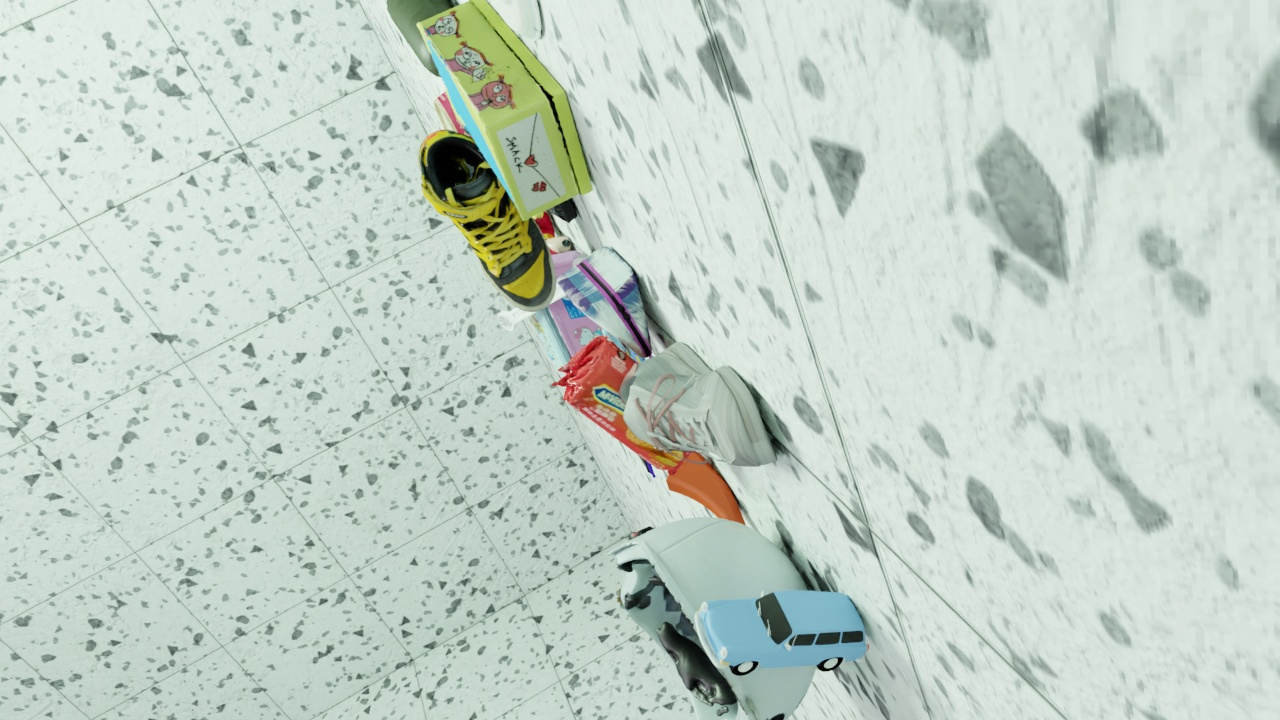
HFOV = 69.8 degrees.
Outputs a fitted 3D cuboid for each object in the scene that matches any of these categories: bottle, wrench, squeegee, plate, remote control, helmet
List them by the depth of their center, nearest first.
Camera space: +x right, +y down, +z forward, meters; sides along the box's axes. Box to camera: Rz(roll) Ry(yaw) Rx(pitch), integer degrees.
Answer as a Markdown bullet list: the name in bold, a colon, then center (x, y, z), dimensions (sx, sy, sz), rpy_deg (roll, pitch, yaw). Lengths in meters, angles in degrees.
- **plate**: center (-0.124, -0.336, 0.752), dimensions (0.157, 0.014, 0.157), rpy_deg (60, 172, 14)
- **helmet**: center (0.091, 0.256, 0.924), dimensions (0.236, 0.163, 0.264), rpy_deg (52, 162, 28)
- **squeegee**: center (0.057, 0.134, 1.074), dimensions (0.185, 0.055, 0.250), rpy_deg (46, 166, 29)
- **bottle**: center (-0.239, -0.385, 1.092), dimensions (0.206, 0.071, 0.071), rpy_deg (55, 170, 36)
- **remote control**: center (-0.098, -0.187, 1.097), dimensions (0.032, 0.015, 0.136), rpy_deg (64, 174, -18)
- **wrench**: center (-0.118, -0.080, 1.164), dimensions (0.047, 0.009, 0.274), rpy_deg (50, 147, -13)

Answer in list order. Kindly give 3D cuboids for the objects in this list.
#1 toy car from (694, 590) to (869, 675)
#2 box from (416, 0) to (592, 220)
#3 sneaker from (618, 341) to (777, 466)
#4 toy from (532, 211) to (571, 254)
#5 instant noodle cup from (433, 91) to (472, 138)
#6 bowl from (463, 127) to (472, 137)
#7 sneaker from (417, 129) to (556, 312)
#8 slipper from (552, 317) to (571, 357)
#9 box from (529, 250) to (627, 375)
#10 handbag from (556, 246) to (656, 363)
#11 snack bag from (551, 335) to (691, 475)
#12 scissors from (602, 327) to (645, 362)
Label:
- **toy car**: center (0.120, 0.221, 0.758), dimensions (0.056, 0.153, 0.055), rpy_deg (-115, 39, -48)
- **box**: center (-0.135, -0.253, 0.899), dimensions (0.221, 0.082, 0.124), rpy_deg (58, 171, 40)
- **sneaker**: center (0.037, 0.050, 0.804), dimensions (0.099, 0.089, 0.236), rpy_deg (64, 171, -17)
- **toy**: center (-0.142, -0.167, 1.263), dimensions (0.137, 0.067, 0.106), rpy_deg (55, 149, 33)
- **instant noodle cup**: center (-0.200, -0.284, 1.172), dimensions (0.178, 0.077, 0.179), rpy_deg (59, 171, 14)
- **bowl**: center (-0.150, -0.247, 1.044), dimensions (0.110, 0.055, 0.110), rpy_deg (49, 173, 8)
- **sneaker**: center (-0.167, -0.156, 1.031), dimensions (0.238, 0.086, 0.122), rpy_deg (55, 176, -14)
- **slipper**: center (-0.082, -0.003, 1.387), dimensions (0.268, 0.083, 0.111), rpy_deg (59, 174, 9)
- **box**: center (-0.102, -0.053, 1.234), dimensions (0.149, 0.050, 0.214), rpy_deg (8, 135, 37)
- **handbag**: center (-0.014, -0.029, 0.986), dimensions (0.170, 0.068, 0.144), rpy_deg (59, 174, -36)
- **snack bag**: center (-0.007, 0.045, 0.946), dimensions (0.176, 0.082, 0.082), rpy_deg (39, -179, -24)
- **scissors**: center (-0.008, 0.005, 1.077), dimensions (0.130, 0.014, 0.125), rpy_deg (48, -164, -28)
